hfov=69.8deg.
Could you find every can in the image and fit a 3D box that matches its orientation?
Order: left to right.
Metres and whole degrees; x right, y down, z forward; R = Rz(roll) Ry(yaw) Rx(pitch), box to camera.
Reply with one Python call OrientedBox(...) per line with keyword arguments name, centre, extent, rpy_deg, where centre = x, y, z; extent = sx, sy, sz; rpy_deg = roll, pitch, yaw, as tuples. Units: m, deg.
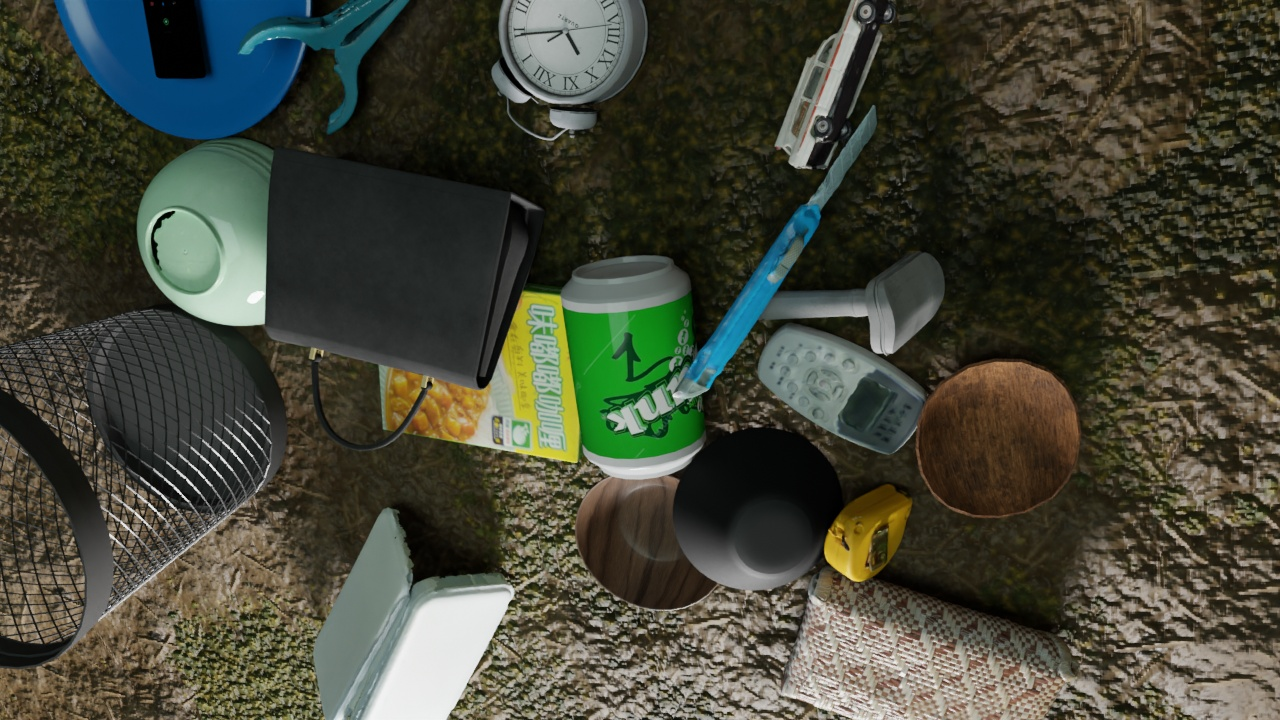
OrientedBox(name="can", centre=(-0.004, 0.004, 0.630), extent=(0.088, 0.087, 0.140), rpy_deg=(-1, 109, 18))

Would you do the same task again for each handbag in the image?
OrientedBox(name="handbag", centre=(-0.180, -0.032, 0.647), extent=(0.176, 0.072, 0.196), rpy_deg=(13, 93, 13))
OrientedBox(name="handbag", centre=(0.204, 0.223, 0.669), extent=(0.186, 0.046, 0.124), rpy_deg=(16, 121, 11))

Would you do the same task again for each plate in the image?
OrientedBox(name="plate", centre=(-0.331, -0.276, 0.665), extent=(0.224, 0.024, 0.224), rpy_deg=(6, 111, 15))

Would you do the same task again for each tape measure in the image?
OrientedBox(name="tape measure", centre=(0.156, 0.124, 0.637), extent=(0.030, 0.068, 0.059), rpy_deg=(31, 127, 45))

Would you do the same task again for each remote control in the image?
OrientedBox(name="remote control", centre=(-0.336, -0.276, 0.644), extent=(0.034, 0.013, 0.150), rpy_deg=(5, 111, 15))
OrientedBox(name="remote control", centre=(0.135, 0.017, 0.624), extent=(0.114, 0.028, 0.060), rpy_deg=(30, 115, 4))

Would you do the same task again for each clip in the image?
OrientedBox(name="clip", centre=(-0.212, -0.207, 0.644), extent=(0.122, 0.033, 0.120), rpy_deg=(-11, 128, -10))

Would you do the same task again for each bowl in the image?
OrientedBox(name="bowl", centre=(-0.324, -0.091, 0.703), extent=(0.151, 0.076, 0.151), rpy_deg=(5, 110, 14))
OrientedBox(name="bowl", centre=(0.011, 0.131, 0.702), extent=(0.119, 0.032, 0.119), rpy_deg=(6, 111, 15))
OrientedBox(name="bowl", centre=(0.087, 0.113, 0.637), extent=(0.124, 0.052, 0.124), rpy_deg=(-1, 102, -4))
OrientedBox(name="bowl", centre=(0.232, 0.048, 0.604), extent=(0.102, 0.026, 0.114), rpy_deg=(-7, 110, 9))

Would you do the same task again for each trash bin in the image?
OrientedBox(name="trash bin", centre=(-0.425, 0.076, 0.711), extent=(0.218, 0.226, 0.218), rpy_deg=(6, 111, 15))

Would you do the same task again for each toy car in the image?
OrientedBox(name="toy car", centre=(0.117, -0.173, 0.558), extent=(0.039, 0.039, 0.113), rpy_deg=(31, 116, 28))

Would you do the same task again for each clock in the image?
OrientedBox(name="clock", centre=(-0.050, -0.204, 0.598), extent=(0.094, 0.035, 0.123), rpy_deg=(31, 114, 5))

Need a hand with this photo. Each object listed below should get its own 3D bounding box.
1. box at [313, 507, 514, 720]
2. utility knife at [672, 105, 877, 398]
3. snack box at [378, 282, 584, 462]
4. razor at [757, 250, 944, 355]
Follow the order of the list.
OrientedBox(name="box", centre=(-0.199, 0.235, 0.803), extent=(0.211, 0.105, 0.129), rpy_deg=(-56, 46, 28))
OrientedBox(name="utility knife", centre=(0.088, -0.064, 0.585), extent=(0.015, 0.031, 0.220), rpy_deg=(38, 100, 38))
OrientedBox(name="snack box", centre=(-0.122, 0.002, 0.700), extent=(0.168, 0.027, 0.132), rpy_deg=(8, 111, 14))
OrientedBox(name="razor", centre=(0.124, -0.037, 0.593), extent=(0.116, 0.088, 0.047), rpy_deg=(1, 110, 37))
